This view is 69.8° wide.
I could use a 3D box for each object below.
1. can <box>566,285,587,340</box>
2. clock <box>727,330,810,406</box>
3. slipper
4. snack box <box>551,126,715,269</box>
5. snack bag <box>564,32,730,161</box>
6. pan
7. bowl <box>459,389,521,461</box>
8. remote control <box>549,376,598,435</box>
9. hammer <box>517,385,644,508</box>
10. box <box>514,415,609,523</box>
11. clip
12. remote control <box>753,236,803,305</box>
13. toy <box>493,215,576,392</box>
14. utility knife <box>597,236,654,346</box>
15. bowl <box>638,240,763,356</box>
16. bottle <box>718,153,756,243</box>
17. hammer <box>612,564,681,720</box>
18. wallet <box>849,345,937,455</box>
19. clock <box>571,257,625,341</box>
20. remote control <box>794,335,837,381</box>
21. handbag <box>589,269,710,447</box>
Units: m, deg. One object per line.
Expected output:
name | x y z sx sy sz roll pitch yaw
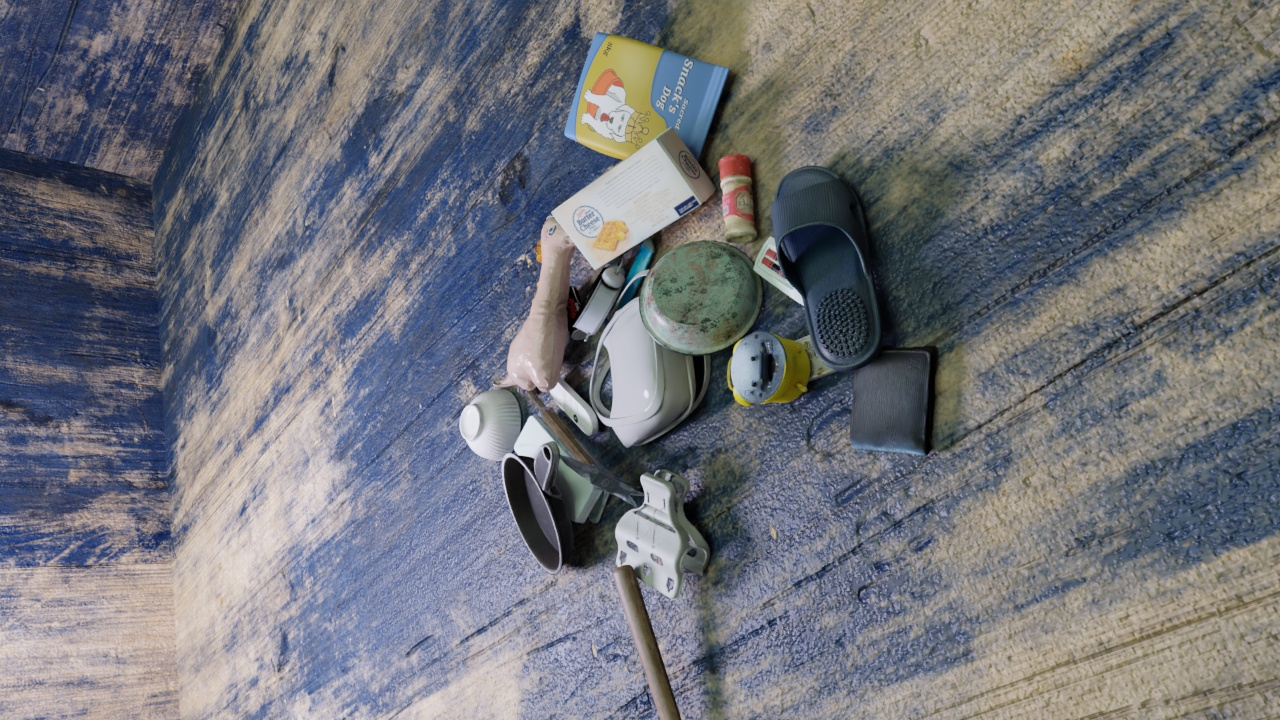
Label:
can | -0.100 -0.072 1.377 0.032 0.031 0.080 -41 56 35
clock | 0.141 0.011 1.065 0.119 0.057 0.083 -7 80 48
slipper | 0.199 -0.117 1.003 0.101 0.082 0.263 -22 61 23
snack box | -0.012 -0.216 1.240 0.208 0.057 0.104 -27 107 37
snack bag | 0.013 -0.348 1.262 0.205 0.102 0.159 26 103 32
pan | -0.133 0.180 1.254 0.187 0.055 0.358 60 153 18
bowl | -0.252 0.103 1.491 0.118 0.062 0.118 -10 76 46
remote control | -0.100 0.065 1.354 0.136 0.013 0.043 40 139 46
hammer | -0.117 0.098 1.320 0.028 0.147 0.317 -55 35 4
box | -0.117 0.156 1.349 0.199 0.066 0.083 39 131 45
clip | 0.035 0.213 1.172 0.126 0.096 0.152 16 92 46
remote control | 0.187 -0.098 1.076 0.143 0.024 0.050 42 114 42
toy | -0.156 -0.083 1.371 0.197 0.065 0.264 -3 82 47
utility knife | -0.021 -0.095 1.307 0.031 0.015 0.179 46 115 44
bowl | 0.071 -0.085 1.130 0.158 0.038 0.157 -5 69 13
bottle | 0.122 -0.202 1.152 0.044 0.044 0.109 -17 72 45
hammer | 0.026 0.408 1.126 0.130 0.040 0.321 -35 68 43
wallet | 0.266 0.041 0.967 0.089 0.026 0.115 -1 83 46
clock | -0.055 -0.091 1.298 0.123 0.035 0.094 -58 8 15
remote control | 0.192 -0.001 1.064 0.136 0.011 0.050 -24 66 43
handbag | -0.008 0.008 1.253 0.223 0.095 0.215 -30 60 55
